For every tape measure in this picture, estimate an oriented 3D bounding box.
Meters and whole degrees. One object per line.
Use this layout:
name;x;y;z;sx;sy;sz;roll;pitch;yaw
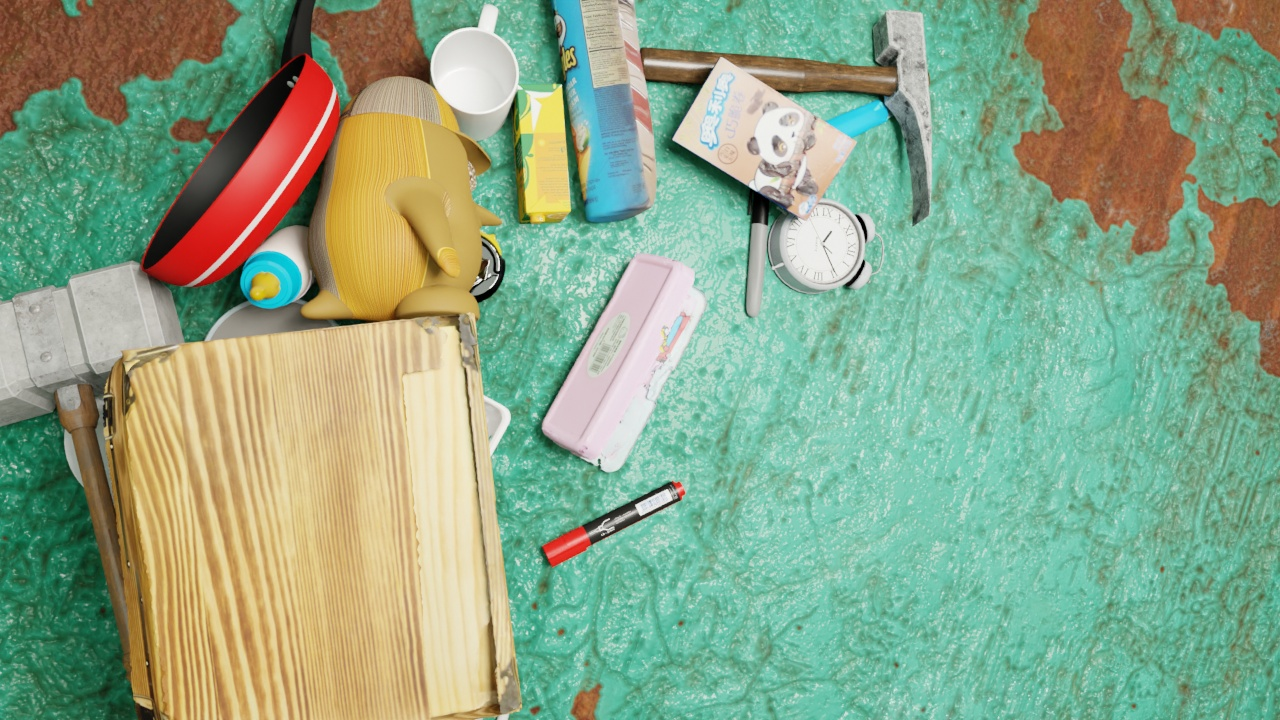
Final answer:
tape measure;-0.160;-0.087;0.837;0.072;0.042;0.071;9;84;-13

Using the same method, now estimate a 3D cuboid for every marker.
marker;0.115;-0.112;0.918;0.022;0.016;0.138;5;88;18
marker;-0.023;0.154;0.873;0.145;0.023;0.021;-25;132;-13

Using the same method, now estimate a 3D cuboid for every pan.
pan;-0.298;-0.210;0.758;0.067;0.209;0.355;38;54;-33

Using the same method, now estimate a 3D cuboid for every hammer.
hammer;0.145;-0.247;0.905;0.300;0.037;0.217;1;80;-10
hammer;-0.424;0.097;0.715;0.162;0.083;0.317;-17;80;-13

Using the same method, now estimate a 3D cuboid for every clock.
clock;-0.309;0.019;0.778;0.122;0.045;0.159;8;70;-14
clock;0.189;-0.114;0.923;0.122;0.035;0.094;6;87;-12

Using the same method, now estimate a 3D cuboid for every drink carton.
drink carton;-0.092;-0.185;0.846;0.041;0.058;0.122;-3;89;-14

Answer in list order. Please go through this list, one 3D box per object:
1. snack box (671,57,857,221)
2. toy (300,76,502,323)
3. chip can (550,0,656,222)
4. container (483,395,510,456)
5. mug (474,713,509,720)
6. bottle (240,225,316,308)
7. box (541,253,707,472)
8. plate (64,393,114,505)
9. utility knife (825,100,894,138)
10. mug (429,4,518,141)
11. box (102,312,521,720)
snack box;0.115;-0.207;0.865;0.151;0.034;0.087;31;103;-5
toy;-0.192;-0.128;0.756;0.162;0.199;0.203;5;80;-35
chip can;-0.031;-0.248;0.856;0.079;0.080;0.229;-9;91;-14
container;-0.190;0.051;0.822;0.129;0.049;0.080;30;82;-11
mug;-0.155;0.299;0.823;0.107;0.071;0.089;34;71;-38
bottle;-0.294;-0.073;0.749;0.051;0.146;0.051;-2;111;-6
box;-0.005;0.006;0.868;0.095;0.088;0.202;35;79;-45
plate;-0.413;0.059;0.777;0.134;0.011;0.134;2;76;-7
utility knife;0.201;-0.233;0.940;0.173;0.015;0.031;-26;97;-14
mug;-0.146;-0.261;0.818;0.073;0.090;0.110;14;85;-13
box;-0.233;0.118;0.644;0.256;0.216;0.279;-6;92;-31
